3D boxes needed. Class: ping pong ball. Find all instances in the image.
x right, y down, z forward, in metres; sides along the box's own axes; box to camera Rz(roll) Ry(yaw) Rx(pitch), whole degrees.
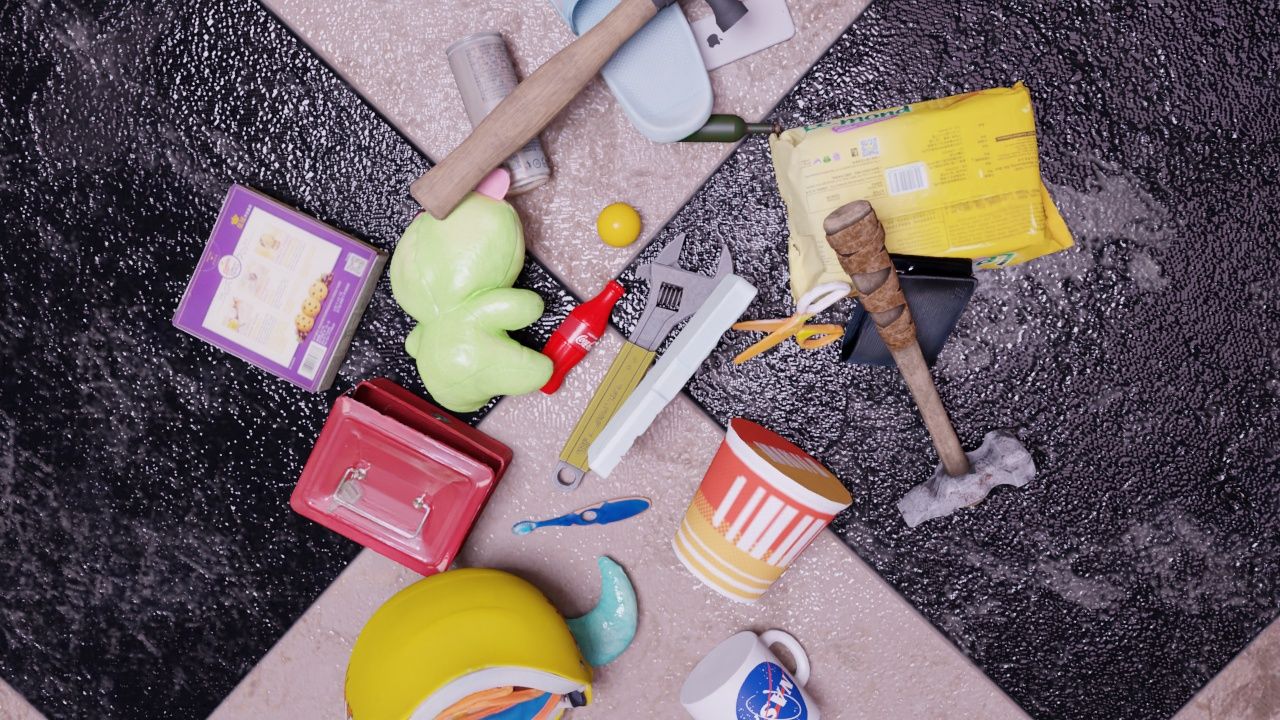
[{"bbox_3d":[-0.019,-0.122,0.826,0.040,0.040,0.040,0,95,2],"label":"ping pong ball"}]

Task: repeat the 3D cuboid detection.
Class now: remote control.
[{"bbox_3d":[0.064,-0.286,0.825,0.147,0.008,0.045,-21,93,4],"label":"remote control"}]

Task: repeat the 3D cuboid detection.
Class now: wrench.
[{"bbox_3d":[-0.005,0.005,0.847,0.083,0.018,0.273,29,95,0],"label":"wrench"}]

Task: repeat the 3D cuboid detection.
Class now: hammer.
[{"bbox_3d":[-0.068,-0.232,0.742,0.305,0.040,0.132,-42,105,2],"label":"hammer"},{"bbox_3d":[0.228,0.008,0.770,0.121,0.048,0.319,-27,117,8],"label":"hammer"}]

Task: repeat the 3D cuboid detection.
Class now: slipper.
[{"bbox_3d":[-0.015,-0.303,0.786,0.104,0.074,0.245,-29,86,2],"label":"slipper"}]

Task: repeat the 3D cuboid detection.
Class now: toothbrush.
[{"bbox_3d":[-0.056,0.147,0.861,0.135,0.017,0.021,-11,97,3],"label":"toothbrush"}]

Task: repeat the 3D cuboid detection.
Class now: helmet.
[{"bbox_3d":[-0.158,0.267,0.798,0.208,0.241,0.139,-13,59,-20],"label":"helmet"}]

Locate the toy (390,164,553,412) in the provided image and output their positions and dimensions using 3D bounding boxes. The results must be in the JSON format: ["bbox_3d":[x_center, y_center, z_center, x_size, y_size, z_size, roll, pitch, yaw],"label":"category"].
[{"bbox_3d":[-0.156,-0.054,0.798,0.150,0.107,0.197,-17,95,35],"label":"toy"}]

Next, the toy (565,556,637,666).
[{"bbox_3d":[-0.046,0.243,0.863,0.105,0.033,0.085,-38,83,7],"label":"toy"}]

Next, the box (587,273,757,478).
[{"bbox_3d":[0.026,0.010,0.787,0.041,0.134,0.197,39,95,-3],"label":"box"}]

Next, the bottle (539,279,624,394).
[{"bbox_3d":[-0.058,-0.023,0.837,0.036,0.036,0.119,40,94,-1],"label":"bottle"}]

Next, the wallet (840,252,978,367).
[{"bbox_3d":[0.232,-0.038,0.796,0.089,0.026,0.115,2,133,-10],"label":"wallet"}]

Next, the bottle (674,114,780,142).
[{"bbox_3d":[0.072,-0.208,0.823,0.106,0.025,0.025,1,95,2],"label":"bottle"}]

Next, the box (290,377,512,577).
[{"bbox_3d":[-0.214,0.105,0.833,0.157,0.092,0.129,30,97,-4],"label":"box"}]

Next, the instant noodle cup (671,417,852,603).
[{"bbox_3d":[0.099,0.136,0.809,0.123,0.123,0.121,32,102,-1],"label":"instant noodle cup"}]

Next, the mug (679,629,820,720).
[{"bbox_3d":[0.108,0.302,0.839,0.090,0.091,0.121,49,60,-2],"label":"mug"}]

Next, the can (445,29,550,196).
[{"bbox_3d":[-0.125,-0.218,0.815,0.054,0.054,0.135,-20,93,3],"label":"can"}]

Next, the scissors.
[{"bbox_3d":[0.135,-0.033,0.799,0.125,0.128,0.011,-1,55,-29],"label":"scissors"}]

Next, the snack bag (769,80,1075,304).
[{"bbox_3d":[0.241,-0.146,0.800,0.247,0.068,0.159,-12,93,3],"label":"snack bag"}]

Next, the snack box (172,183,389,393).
[{"bbox_3d":[-0.329,-0.065,0.842,0.148,0.040,0.143,26,95,0],"label":"snack box"}]
